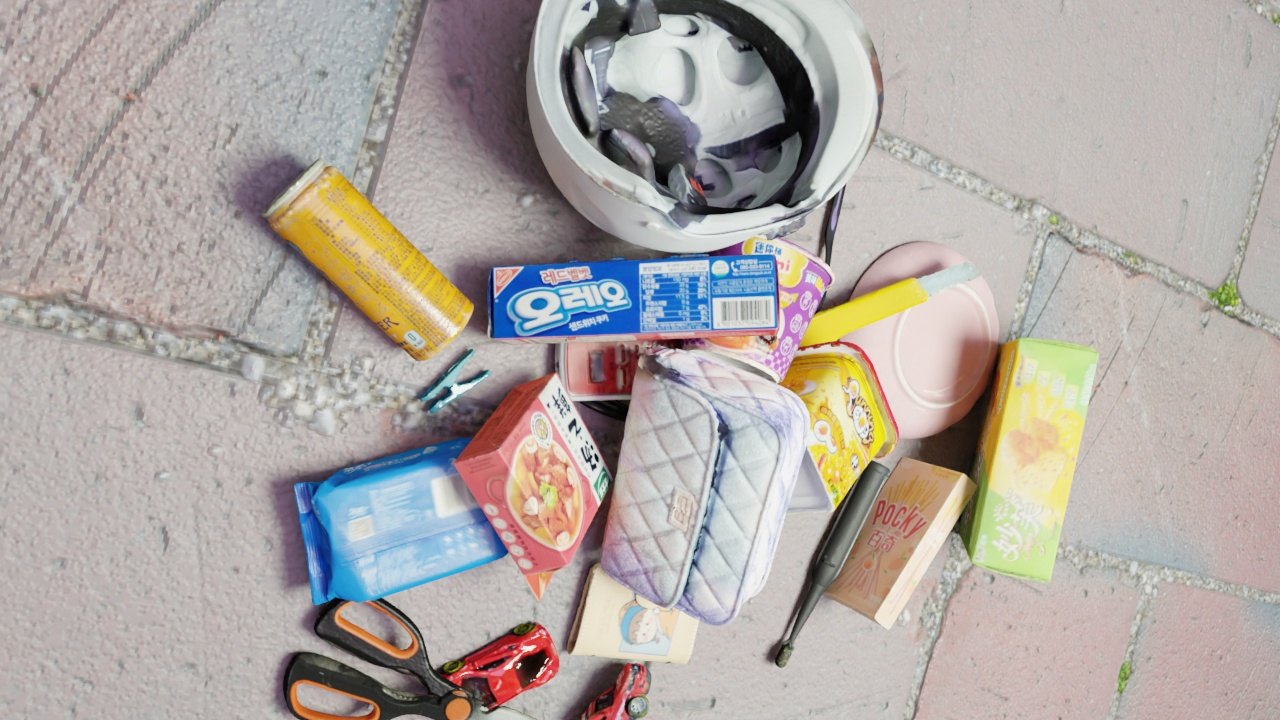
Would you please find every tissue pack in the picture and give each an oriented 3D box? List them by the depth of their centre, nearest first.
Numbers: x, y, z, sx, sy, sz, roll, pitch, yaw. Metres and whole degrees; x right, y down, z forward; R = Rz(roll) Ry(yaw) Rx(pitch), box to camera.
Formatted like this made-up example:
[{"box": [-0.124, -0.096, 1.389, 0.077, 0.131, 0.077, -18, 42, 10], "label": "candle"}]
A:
[{"box": [-0.167, 0.113, 0.667, 0.157, 0.052, 0.095, -14, 101, -24], "label": "tissue pack"}]

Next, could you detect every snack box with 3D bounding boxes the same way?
[{"box": [-0.005, -0.043, 0.666, 0.207, 0.058, 0.057, -2, 87, 6], "label": "snack box"}, {"box": [-0.069, 0.092, 0.682, 0.127, 0.044, 0.113, 63, 26, -19], "label": "snack box"}, {"box": [0.240, 0.167, 0.860, 0.026, 0.084, 0.157, 39, 79, -22], "label": "snack box"}, {"box": [0.361, 0.087, 0.867, 0.070, 0.157, 0.210, 12, 92, 15], "label": "snack box"}]

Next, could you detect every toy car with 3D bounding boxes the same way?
[{"box": [-0.115, 0.251, 0.725, 0.106, 0.031, 0.049, -22, 105, -20], "label": "toy car"}, {"box": [-0.029, 0.308, 0.763, 0.045, 0.053, 0.120, 28, 88, -2], "label": "toy car"}]

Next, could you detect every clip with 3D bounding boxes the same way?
[{"box": [-0.140, 0.017, 0.689, 0.056, 0.014, 0.040, -42, 112, -15], "label": "clip"}]

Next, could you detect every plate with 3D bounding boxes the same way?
[{"box": [0.277, -0.017, 0.878, 0.192, 0.039, 0.192, -4, 99, -26], "label": "plate"}]

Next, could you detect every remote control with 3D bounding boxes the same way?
[{"box": [-0.004, 0.004, 0.746, 0.135, 0.020, 0.056, 0, 86, -27], "label": "remote control"}]

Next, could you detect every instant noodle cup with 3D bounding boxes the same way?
[{"box": [0.088, -0.039, 0.733, 0.111, 0.112, 0.099, 26, 77, -27], "label": "instant noodle cup"}, {"box": [0.136, 0.060, 0.759, 0.123, 0.116, 0.116, -47, 118, -45], "label": "instant noodle cup"}]

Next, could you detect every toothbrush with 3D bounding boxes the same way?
[{"box": [0.023, 0.060, 0.776, 0.181, 0.018, 0.015, 25, 93, -25], "label": "toothbrush"}, {"box": [0.174, -0.134, 0.828, 0.014, 0.017, 0.189, 14, 88, -39], "label": "toothbrush"}, {"box": [0.177, 0.192, 0.864, 0.026, 0.027, 0.212, 27, 83, 10], "label": "toothbrush"}]

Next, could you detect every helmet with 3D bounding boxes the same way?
[{"box": [0.033, -0.180, 0.668, 0.258, 0.146, 0.229, -22, 89, -27], "label": "helmet"}]

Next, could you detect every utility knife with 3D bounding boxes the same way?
[{"box": [0.211, -0.046, 0.824, 0.206, 0.015, 0.033, -21, 108, -4], "label": "utility knife"}]

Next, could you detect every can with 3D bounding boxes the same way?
[{"box": [-0.184, -0.066, 0.630, 0.058, 0.058, 0.146, -49, 114, -13], "label": "can"}]

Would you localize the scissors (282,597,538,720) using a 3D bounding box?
[{"box": [-0.159, 0.265, 0.690, 0.162, 0.022, 0.234, -37, 103, -8], "label": "scissors"}]

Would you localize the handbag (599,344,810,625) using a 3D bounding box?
[{"box": [0.042, 0.098, 0.700, 0.075, 0.134, 0.194, -24, 131, -54], "label": "handbag"}]

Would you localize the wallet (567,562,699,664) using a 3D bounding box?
[{"box": [0.000, 0.214, 0.782, 0.115, 0.024, 0.087, 15, 95, -26], "label": "wallet"}]
